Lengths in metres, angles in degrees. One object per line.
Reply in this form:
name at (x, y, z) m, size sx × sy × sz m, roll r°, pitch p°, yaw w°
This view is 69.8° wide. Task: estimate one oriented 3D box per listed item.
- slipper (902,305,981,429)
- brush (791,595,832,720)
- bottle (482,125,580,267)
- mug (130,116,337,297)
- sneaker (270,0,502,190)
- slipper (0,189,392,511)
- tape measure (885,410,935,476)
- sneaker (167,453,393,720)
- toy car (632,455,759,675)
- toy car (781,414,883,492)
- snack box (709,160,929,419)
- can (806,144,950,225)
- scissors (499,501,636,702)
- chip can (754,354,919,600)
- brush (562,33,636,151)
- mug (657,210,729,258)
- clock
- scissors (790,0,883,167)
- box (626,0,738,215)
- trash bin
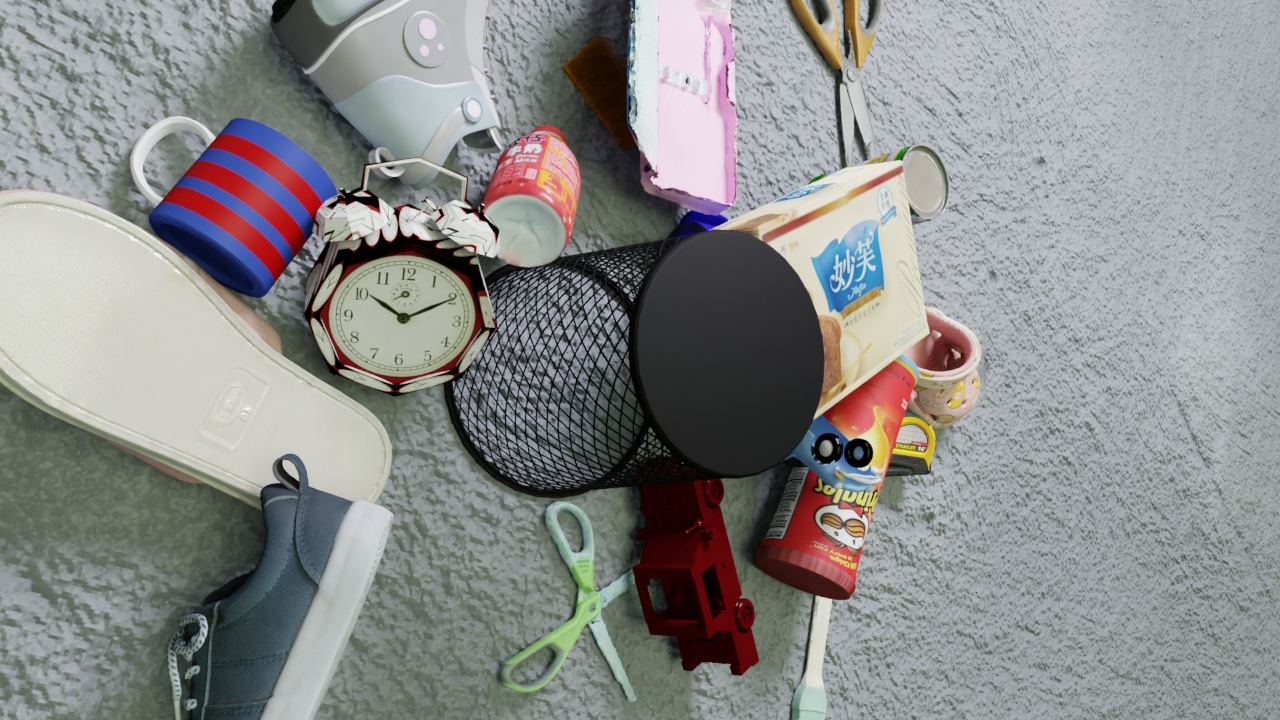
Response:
slipper at (0.281, 0.000, 0.879) m, size 0.197 × 0.082 × 0.093 m, roll 39°, pitch 69°, yaw -36°
brush at (0.162, 0.239, 0.830) m, size 0.033 × 0.012 × 0.217 m, roll 20°, pitch 73°, yaw -31°
bottle at (-0.073, -0.124, 0.642) m, size 0.062 × 0.062 × 0.137 m, roll 42°, pitch 27°, yaw -25°
mug at (-0.250, -0.098, 0.544) m, size 0.112 × 0.075 × 0.076 m, roll 29°, pitch 67°, yaw -2°
sneaker at (-0.117, -0.239, 0.640) m, size 0.256 × 0.093 × 0.160 m, roll -49°, pitch 121°, yaw -29°
slipper at (-0.260, 0.011, 0.529) m, size 0.274 × 0.055 × 0.114 m, roll 46°, pitch 58°, yaw -36°
tape measure at (0.250, 0.079, 0.886) m, size 0.065 × 0.037 × 0.064 m, roll 0°, pitch 91°, yaw -21°
sneaker at (-0.219, 0.172, 0.516) m, size 0.087 × 0.089 × 0.235 m, roll 23°, pitch 87°, yaw -8°
toy car at (0.036, 0.161, 0.703) m, size 0.061 × 0.070 × 0.170 m, roll -22°, pitch 100°, yaw -51°
toy car at (0.131, 0.060, 0.753) m, size 0.056 × 0.153 × 0.055 m, roll 12°, pitch 116°, yaw -43°
snack box at (0.146, -0.057, 0.719) m, size 0.206 × 0.055 × 0.153 m, roll -29°, pitch 112°, yaw -40°
can at (0.209, -0.147, 0.828) m, size 0.067 × 0.121 × 0.067 m, roll 4°, pitch 83°, yaw -34°
scissors at (-0.038, 0.186, 0.693) m, size 0.171 × 0.021 × 0.173 m, roll -30°, pitch 99°, yaw -37°
chip can at (0.175, 0.094, 0.806) m, size 0.087 × 0.087 × 0.213 m, roll 36°, pitch 66°, yaw -27°
brush at (-0.008, -0.200, 0.746) m, size 0.126 × 0.017 × 0.048 m, roll 51°, pitch 61°, yaw -20°
mug at (0.064, -0.080, 0.756) m, size 0.083 × 0.079 × 0.111 m, roll 8°, pitch 53°, yaw -34°
clock at (-0.148, -0.058, 0.575) m, size 0.114 × 0.065 × 0.155 m, roll 3°, pitch 123°, yaw -20°
scissors at (0.212, -0.302, 0.908) m, size 0.174 × 0.016 × 0.225 m, roll -29°, pitch 102°, yaw -33°
box at (0.019, -0.243, 0.725) m, size 0.160 × 0.062 × 0.230 m, roll 23°, pitch 63°, yaw -52°
trash bin at (-0.004, 0.004, 0.612) m, size 0.183 × 0.211 × 0.184 m, roll 4°, pitch 84°, yaw -34°
